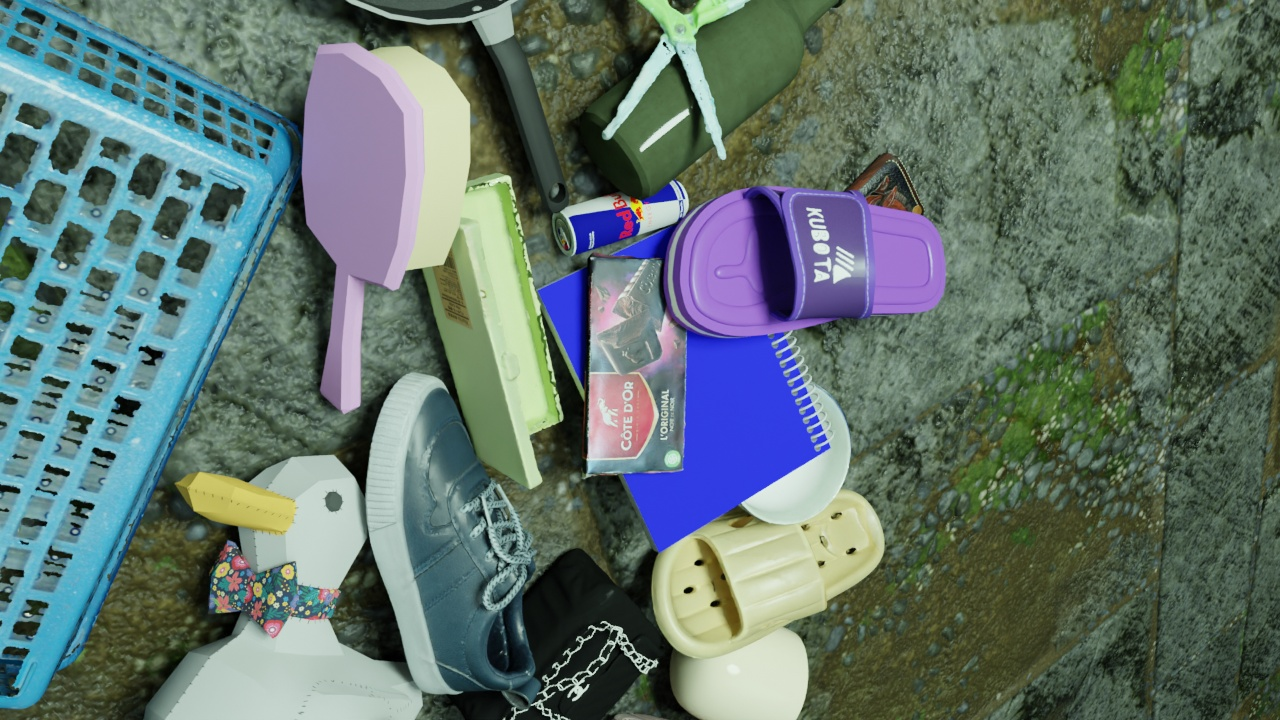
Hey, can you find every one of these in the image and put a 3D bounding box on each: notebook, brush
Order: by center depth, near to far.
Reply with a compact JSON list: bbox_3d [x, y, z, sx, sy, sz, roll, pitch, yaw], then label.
[{"bbox_3d":[-0.152,-0.066,0.524,0.043,0.089,0.229,-29,147,-46],"label":"brush"},{"bbox_3d":[0.041,0.008,0.678,0.171,0.022,0.209,-28,102,-18],"label":"notebook"}]

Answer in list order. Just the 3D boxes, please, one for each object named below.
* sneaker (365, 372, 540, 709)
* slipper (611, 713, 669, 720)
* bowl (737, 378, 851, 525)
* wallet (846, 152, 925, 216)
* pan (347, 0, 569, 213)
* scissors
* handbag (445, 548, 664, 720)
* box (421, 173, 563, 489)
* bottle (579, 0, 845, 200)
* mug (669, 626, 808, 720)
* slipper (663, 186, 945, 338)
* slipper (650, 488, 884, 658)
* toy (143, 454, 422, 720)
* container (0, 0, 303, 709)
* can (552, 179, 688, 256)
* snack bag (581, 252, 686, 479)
[{"bbox_3d":[-0.114,0.123,0.603,0.087,0.089,0.236,-2,109,16],"label":"sneaker"},{"bbox_3d":[0.068,0.370,0.835,0.239,0.094,0.064,30,64,-40],"label":"slipper"},{"bbox_3d":[0.106,0.071,0.753,0.118,0.062,0.118,-1,92,-23],"label":"bowl"},{"bbox_3d":[0.180,-0.107,0.762,0.123,0.019,0.072,-46,126,-8],"label":"wallet"},{"bbox_3d":[-0.101,-0.243,0.511,0.224,0.034,0.357,-34,129,-24],"label":"pan"},{"bbox_3d":[0.030,-0.206,0.570,0.159,0.025,0.171,-20,87,-16],"label":"scissors"},{"bbox_3d":[-0.048,0.247,0.706,0.153,0.115,0.125,-49,129,-11],"label":"handbag"},{"bbox_3d":[-0.087,-0.021,0.601,0.083,0.091,0.188,-34,128,-37],"label":"box"},{"bbox_3d":[0.056,-0.195,0.616,0.206,0.071,0.071,-41,125,-12],"label":"bottle"},{"bbox_3d":[0.073,0.277,0.810,0.099,0.096,0.120,23,134,-18],"label":"mug"},{"bbox_3d":[0.148,-0.075,0.668,0.266,0.084,0.107,-3,89,-34],"label":"slipper"},{"bbox_3d":[0.126,0.164,0.781,0.260,0.079,0.111,-12,71,-35],"label":"slipper"},{"bbox_3d":[-0.219,0.198,0.572,0.246,0.141,0.267,46,57,-53],"label":"toy"},{"bbox_3d":[-0.340,0.001,0.436,0.257,0.089,0.362,23,96,-36],"label":"container"},{"bbox_3d":[-0.013,-0.100,0.635,0.095,0.032,0.032,-21,119,-24],"label":"can"},{"bbox_3d":[-0.003,0.004,0.642,0.074,0.018,0.155,0,95,-21],"label":"snack bag"}]
